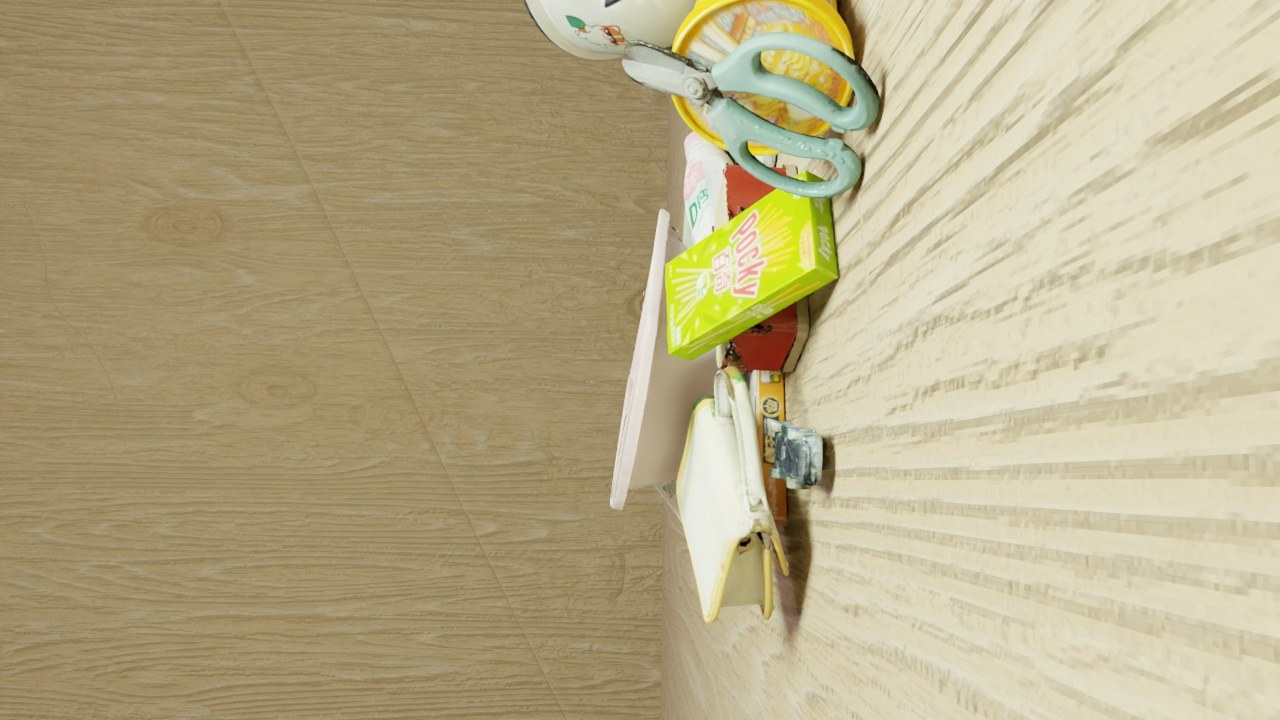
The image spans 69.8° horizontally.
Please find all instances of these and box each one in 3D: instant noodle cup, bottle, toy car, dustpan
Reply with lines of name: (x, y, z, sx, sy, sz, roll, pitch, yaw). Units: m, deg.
instant noodle cup: (0.083, -0.220, 0.621, 0.119, 0.118, 0.114, 93, -175, -49)
bottle: (0.081, -0.152, 0.935, 0.068, 0.068, 0.196, 93, 169, -61)
toy car: (0.114, 0.067, 0.656, 0.090, 0.034, 0.043, -177, 91, -87)
dustpan: (-0.005, 0.005, 0.882, 0.273, 0.138, 0.223, -127, 38, -48)

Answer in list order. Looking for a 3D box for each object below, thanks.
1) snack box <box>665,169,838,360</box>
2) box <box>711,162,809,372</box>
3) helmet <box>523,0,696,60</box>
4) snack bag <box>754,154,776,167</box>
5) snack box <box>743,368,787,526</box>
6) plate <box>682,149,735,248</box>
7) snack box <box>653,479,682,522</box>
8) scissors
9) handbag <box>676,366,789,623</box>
snack box: (0.077, -0.067, 0.684, 0.157, 0.026, 0.085, -30, 51, 45)
box: (0.090, -0.078, 0.776, 0.091, 0.080, 0.168, 96, 176, -64)
helmet: (0.042, -0.352, 0.696, 0.230, 0.157, 0.274, 30, -92, -55)
snack bag: (0.116, -0.205, 0.874, 0.104, 0.026, 0.048, 89, 177, -50)
snack box: (0.113, 0.073, 0.835, 0.075, 0.026, 0.153, 102, 169, -76)
plate: (0.083, -0.181, 1.108, 0.230, 0.027, 0.230, 10, -91, -78)
snack box: (0.063, 0.174, 0.961, 0.157, 0.027, 0.085, 53, 176, 3)
scissors: (0.064, -0.149, 0.583, 0.019, 0.186, 0.132, -53, -38, -32)
handbag: (0.078, 0.098, 0.733, 0.163, 0.063, 0.179, -104, 15, -52)
